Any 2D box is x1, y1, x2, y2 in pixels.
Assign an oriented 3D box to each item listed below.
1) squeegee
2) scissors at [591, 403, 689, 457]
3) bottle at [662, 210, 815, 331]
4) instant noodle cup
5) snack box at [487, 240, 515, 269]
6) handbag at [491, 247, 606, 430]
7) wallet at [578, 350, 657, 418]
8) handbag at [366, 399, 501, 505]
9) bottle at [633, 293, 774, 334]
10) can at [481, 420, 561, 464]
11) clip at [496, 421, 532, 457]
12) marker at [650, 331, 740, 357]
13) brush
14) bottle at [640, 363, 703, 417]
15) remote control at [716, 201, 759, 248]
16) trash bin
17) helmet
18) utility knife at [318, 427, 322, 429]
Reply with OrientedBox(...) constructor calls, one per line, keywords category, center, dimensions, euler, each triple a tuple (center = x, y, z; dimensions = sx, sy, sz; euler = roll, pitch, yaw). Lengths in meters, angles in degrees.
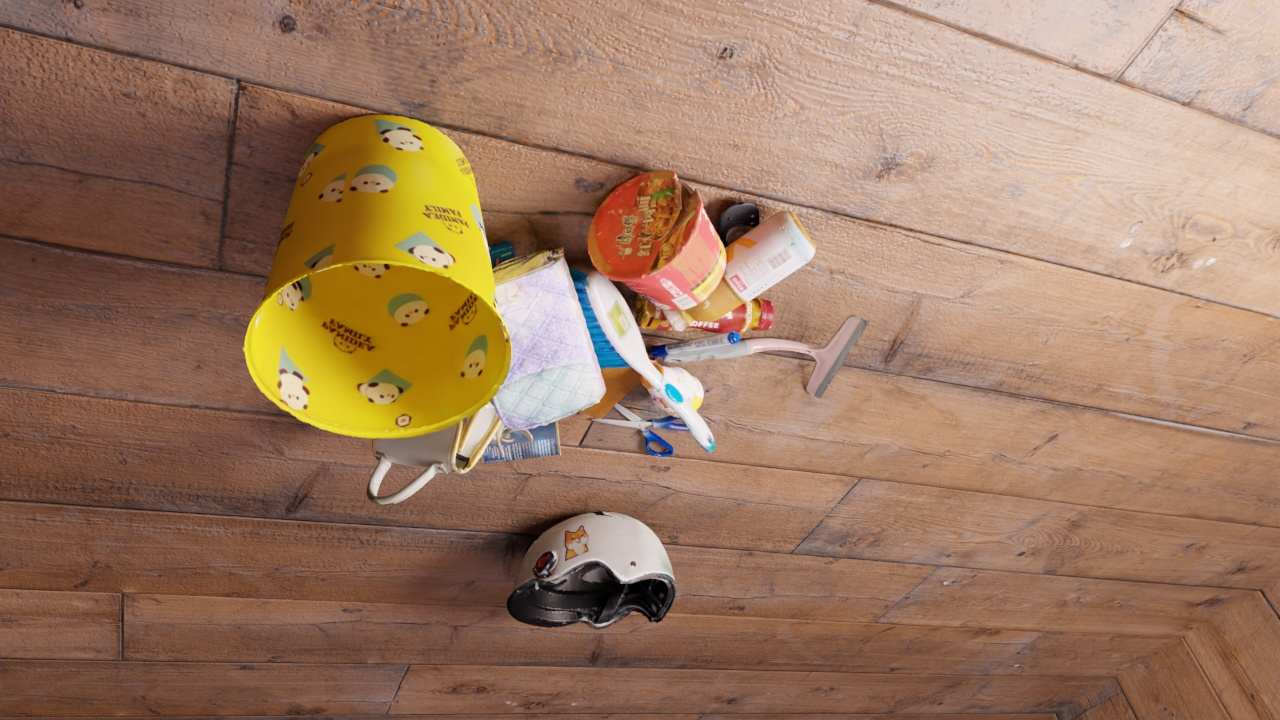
OrientedBox(category="squeegee", center=(0.153, -0.012, 1.249), dimensions=(0.249, 0.040, 0.248), euler=(0, 155, -5))
OrientedBox(category="scissors", center=(0.011, 0.102, 1.366), dimensions=(0.162, 0.012, 0.164), euler=(-8, 138, -3))
OrientedBox(category="bottle", center=(0.112, -0.100, 1.075), dimensions=(0.190, 0.068, 0.068), euler=(-34, 135, 15))
OrientedBox(category="instant noodle cup", center=(0.025, -0.125, 1.027), dimensions=(0.138, 0.137, 0.108), euler=(-27, 145, 17))
OrientedBox(category="snack box", center=(-0.171, -0.055, 1.084), dimensions=(0.084, 0.026, 0.157), euler=(-20, 119, -9))
OrientedBox(category="handbag", center=(-0.126, -0.023, 1.055), dimensions=(0.134, 0.075, 0.194), euler=(-19, 121, -7))
OrientedBox(category="wallet", center=(-0.060, 0.023, 1.242), dimensions=(0.119, 0.035, 0.131), euler=(23, 127, -33))
OrientedBox(category="handbag", center=(-0.273, 0.102, 1.147), dimensions=(0.164, 0.178, 0.063), euler=(3, 146, 36))
OrientedBox(category="bottle", center=(0.082, -0.063, 1.160), dimensions=(0.174, 0.057, 0.058), euler=(3, 137, -16))
OrientedBox(category="can", center=(-0.169, 0.101, 1.275), dimensions=(0.111, 0.075, 0.075), euler=(-7, 139, -5))
OrientedBox(category="clip", center=(-0.189, 0.078, 1.224), dimensions=(0.071, 0.100, 0.035), euler=(-28, 164, -23))
OrientedBox(category="marker", center=(0.069, -0.021, 1.184), dimensions=(0.017, 0.016, 0.146), euler=(29, 154, -37))
OrientedBox(category="brush", center=(-0.007, 0.007, 1.150), dimensions=(0.110, 0.060, 0.315), euler=(1, 136, 35))
OrientedBox(category="bottle", center=(0.040, 0.037, 1.248), dimensions=(0.063, 0.063, 0.108), euler=(-28, 149, 18))
OrientedBox(category="remote control", center=(0.116, -0.139, 1.106), dimensions=(0.053, 0.024, 0.137), euler=(-10, 137, -6))
OrientedBox(category="trash bin", center=(-0.248, -0.093, 0.899), dimensions=(0.229, 0.254, 0.230), euler=(-6, 139, -6))
OrientedBox(category="helmet", center=(-0.079, 0.333, 1.500), dimensions=(0.274, 0.156, 0.230), euler=(-13, 142, 18))
OrientedBox(category="utility knife", center=(-0.375, 0.027, 1.160), dimensions=(0.034, 0.018, 0.239), euler=(12, 143, -21))
